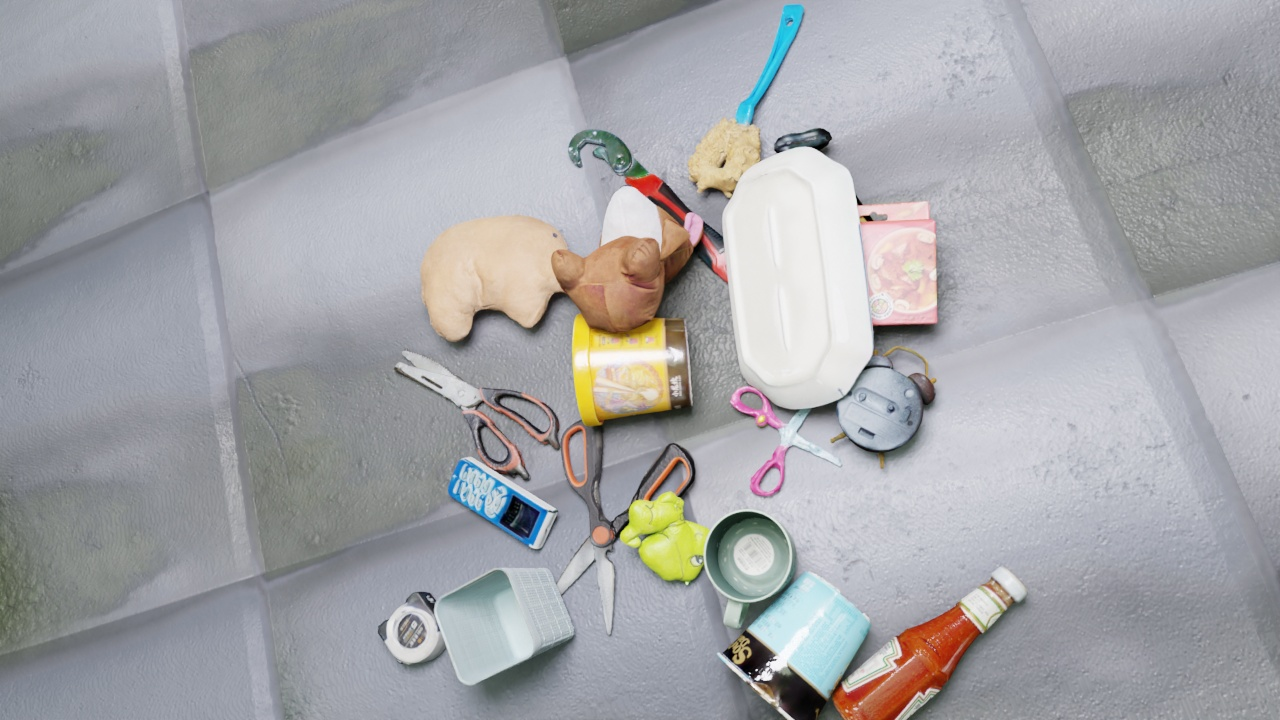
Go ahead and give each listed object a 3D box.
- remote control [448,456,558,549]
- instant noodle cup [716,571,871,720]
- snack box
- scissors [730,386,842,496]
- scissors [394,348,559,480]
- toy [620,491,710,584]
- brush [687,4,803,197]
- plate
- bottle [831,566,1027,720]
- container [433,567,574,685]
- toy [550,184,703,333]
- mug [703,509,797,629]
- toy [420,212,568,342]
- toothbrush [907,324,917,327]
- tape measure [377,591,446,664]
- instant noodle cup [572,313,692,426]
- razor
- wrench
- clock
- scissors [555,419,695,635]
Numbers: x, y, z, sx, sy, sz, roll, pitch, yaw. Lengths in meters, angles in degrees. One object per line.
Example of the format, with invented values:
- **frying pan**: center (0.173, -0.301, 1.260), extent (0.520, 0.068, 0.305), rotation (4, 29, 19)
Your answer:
- **remote control**: center (-0.150, 0.152, 0.996), extent (0.125, 0.024, 0.049), rotation (29, 104, 18)
- **instant noodle cup**: center (0.152, 0.269, 0.865), extent (0.111, 0.111, 0.120), rotation (39, 81, 18)
- **snack box**: center (0.238, -0.098, 0.926), extent (0.113, 0.044, 0.127), rotation (-2, 90, 13)
- **scissors**: center (0.147, 0.079, 0.953), extent (0.133, 0.017, 0.134), rotation (30, 81, 14)
- **scissors**: center (-0.194, 0.058, 1.036), extent (0.205, 0.015, 0.198), rotation (-11, 76, 11)
- **toy**: center (0.029, 0.182, 0.930), extent (0.096, 0.031, 0.100), rotation (-13, 101, -11)
- **brush**: center (0.128, -0.293, 1.030), extent (0.083, 0.046, 0.254), rotation (15, 74, 36)
- **plate**: center (0.146, -0.084, 0.922), extent (0.162, 0.034, 0.265), rotation (-11, 81, 43)
- **bottle**: center (0.273, 0.271, 0.857), extent (0.206, 0.060, 0.060), rotation (-41, 72, 1)
- **container**: center (-0.131, 0.260, 0.921), extent (0.090, 0.111, 0.090), rotation (-29, 73, 13)
- **toy**: center (-0.012, -0.112, 0.942), extent (0.140, 0.199, 0.130), rotation (-1, 110, 22)
- **mug**: center (0.105, 0.202, 0.885), extent (0.082, 0.106, 0.111), rotation (14, 80, 15)
- **toy**: center (-0.139, -0.102, 1.031), extent (0.226, 0.082, 0.143), rotation (-9, 80, 8)
- **toothbrush**: center (0.202, -0.066, 0.965), extent (0.189, 0.014, 0.017), rotation (16, 95, 10)
- **tape measure**: center (-0.240, 0.291, 0.985), extent (0.066, 0.033, 0.066), rotation (-42, 70, 3)
- **instant noodle cup**: center (-0.006, 0.006, 0.957), extent (0.114, 0.118, 0.118), rotation (-5, 76, 4)
- **razor**: center (0.208, -0.179, 0.978), extent (0.068, 0.062, 0.167), rotation (-42, 75, 30)
- **wrench**: center (0.021, -0.179, 1.040), extent (0.273, 0.016, 0.056), rotation (42, 93, 18)
- **clock**: center (0.244, 0.041, 0.917), extent (0.082, 0.055, 0.122), rotation (28, 84, 18)
- **scissors**: center (-0.035, 0.163, 0.975), extent (0.221, 0.021, 0.227), rotation (-34, 71, 9)
